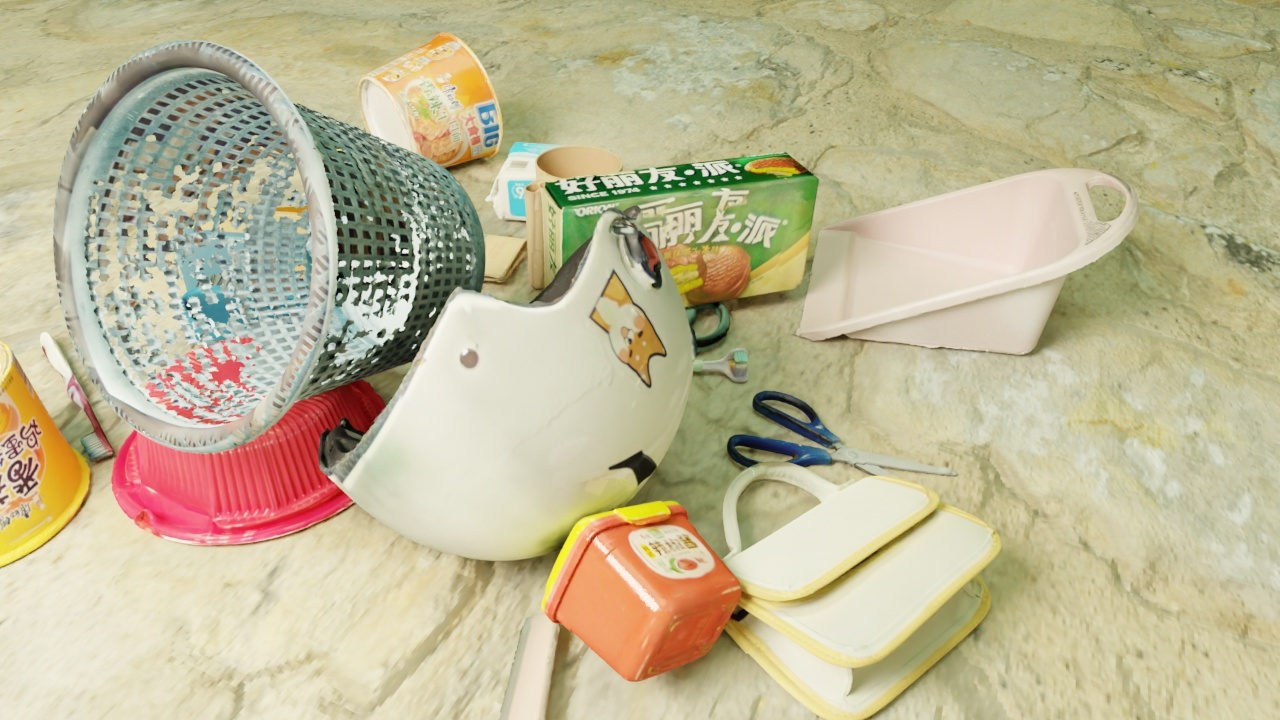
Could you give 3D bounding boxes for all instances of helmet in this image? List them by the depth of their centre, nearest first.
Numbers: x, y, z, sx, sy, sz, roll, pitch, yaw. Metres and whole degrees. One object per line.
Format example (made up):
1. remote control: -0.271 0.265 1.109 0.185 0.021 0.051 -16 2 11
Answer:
1. helmet: -0.057 0.028 0.590 0.157 0.231 0.273 52 38 -2

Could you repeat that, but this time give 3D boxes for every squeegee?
1. squeegee: 0.039 0.224 0.441 0.249 0.040 0.247 6 34 3

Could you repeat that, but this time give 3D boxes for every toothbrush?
1. toothbrush: -0.441 0.025 0.710 0.017 0.016 0.187 -32 48 -26
2. toothbrush: -0.005 0.005 0.765 0.189 0.029 0.021 0 -5 -2

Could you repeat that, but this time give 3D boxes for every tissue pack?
1. tissue pack: -0.091 -0.189 0.993 0.140 0.063 0.089 4 37 4

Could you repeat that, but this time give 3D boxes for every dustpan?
1. dustpan: 0.293 -0.115 0.851 0.273 0.139 0.221 9 36 8

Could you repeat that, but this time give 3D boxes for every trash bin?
1. trash bin: -0.212 -0.067 0.589 0.227 0.227 0.194 21 14 24

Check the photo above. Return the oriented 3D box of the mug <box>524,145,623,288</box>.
1. mug: -0.070 -0.137 0.886 0.084 0.104 0.124 19 39 22

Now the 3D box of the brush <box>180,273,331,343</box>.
1. brush: -0.316 -0.033 0.764 0.144 0.055 0.073 4 35 1

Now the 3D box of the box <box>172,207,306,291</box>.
1. box: -0.316 -0.083 0.808 0.184 0.090 0.059 2 36 3

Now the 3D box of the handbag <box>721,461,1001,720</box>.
1. handbag: 0.116 0.119 0.581 0.163 0.063 0.179 -23 39 -34

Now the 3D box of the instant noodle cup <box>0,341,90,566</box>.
1. instant noodle cup: -0.443 0.055 0.584 0.138 0.110 0.137 2 37 -1

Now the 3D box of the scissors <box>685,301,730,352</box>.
1. scissors: 0.003 -0.060 0.857 0.180 0.019 0.170 1 37 -1

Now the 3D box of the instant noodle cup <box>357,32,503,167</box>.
1. instant noodle cup: -0.247 -0.286 1.058 0.111 0.152 0.151 -32 47 -28

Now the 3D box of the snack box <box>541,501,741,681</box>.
1. snack box: 0.003 0.133 0.524 0.091 0.082 0.080 -1 34 -49

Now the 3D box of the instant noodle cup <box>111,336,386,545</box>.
1. instant noodle cup: -0.278 0.041 0.655 0.194 0.066 0.193 2 34 -1

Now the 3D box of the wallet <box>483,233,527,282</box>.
1. wallet: -0.177 -0.103 0.902 0.115 0.024 0.087 9 32 9

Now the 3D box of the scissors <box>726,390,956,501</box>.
1. scissors: 0.143 0.071 0.687 0.156 0.012 0.165 -15 40 -26

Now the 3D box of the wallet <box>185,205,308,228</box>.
1. wallet: -0.379 -0.122 0.903 0.130 0.035 0.119 -5 34 -12

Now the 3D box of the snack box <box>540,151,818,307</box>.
1. snack box: 0.035 -0.110 0.814 0.239 0.115 0.063 -10 37 -18
